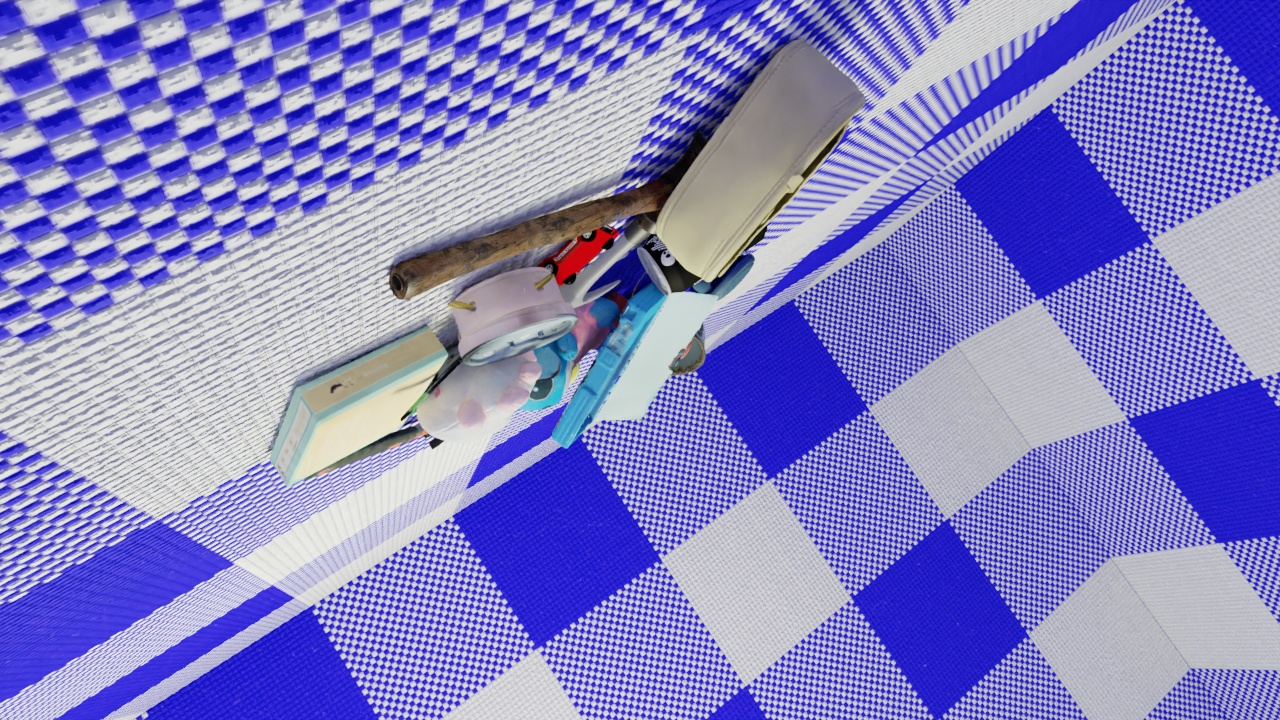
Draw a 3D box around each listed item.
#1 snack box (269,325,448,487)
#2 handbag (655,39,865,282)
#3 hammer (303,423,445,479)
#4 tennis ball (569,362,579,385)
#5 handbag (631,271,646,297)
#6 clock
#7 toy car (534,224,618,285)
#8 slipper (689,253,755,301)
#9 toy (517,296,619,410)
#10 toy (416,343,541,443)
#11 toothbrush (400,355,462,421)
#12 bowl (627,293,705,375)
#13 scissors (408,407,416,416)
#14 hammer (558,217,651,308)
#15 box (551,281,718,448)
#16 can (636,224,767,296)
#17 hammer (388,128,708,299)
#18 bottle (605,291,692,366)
[{"bbox_3d":[-0.282,0.049,0.910,0.141,0.044,0.194,-31,173,-37],"label":"snack box"},{"bbox_3d":[0.112,-0.171,0.863,0.233,0.088,0.190,-50,171,16],"label":"handbag"},{"bbox_3d":[-0.317,0.100,1.216,0.133,0.033,0.332,-36,173,25],"label":"hammer"},{"bbox_3d":[-0.122,0.009,1.352,0.065,0.065,0.065,-34,174,-4],"label":"tennis ball"},{"bbox_3d":[0.035,-0.130,1.244,0.083,0.027,0.179,-21,165,-34],"label":"handbag"},{"bbox_3d":[-0.125,-0.040,0.897,0.116,0.058,0.158,-20,173,-7],"label":"clock"},{"bbox_3d":[-0.065,-0.108,0.920,0.090,0.025,0.038,-41,154,19],"label":"toy car"},{"bbox_3d":[0.129,-0.146,1.524,0.103,0.059,0.214,-42,-171,-6],"label":"slipper"},{"bbox_3d":[-0.105,-0.010,1.162,0.191,0.099,0.224,-39,176,-17],"label":"toy"},{"bbox_3d":[-0.165,0.030,0.977,0.180,0.101,0.138,-8,-143,54],"label":"toy"},{"bbox_3d":[-0.187,0.005,0.930,0.014,0.017,0.187,-44,-171,43],"label":"toothbrush"},{"bbox_3d":[0.029,-0.056,1.406,0.160,0.160,0.093,-43,-151,55],"label":"bowl"},{"bbox_3d":[-0.240,0.032,1.153,0.123,0.011,0.126,-39,174,31],"label":"scissors"},{"bbox_3d":[0.007,-0.147,0.992,0.312,0.029,0.124,-39,172,33],"label":"hammer"},{"bbox_3d":[-0.016,-0.002,1.216,0.175,0.060,0.244,-16,145,-50],"label":"box"},{"bbox_3d":[0.075,-0.146,1.111,0.146,0.080,0.080,-34,174,-6],"label":"can"},{"bbox_3d":[-0.067,-0.121,0.788,0.329,0.033,0.120,-27,161,-40],"label":"hammer"},{"bbox_3d":[0.005,-0.046,1.292,0.072,0.134,0.048,-42,-155,46],"label":"bottle"}]
